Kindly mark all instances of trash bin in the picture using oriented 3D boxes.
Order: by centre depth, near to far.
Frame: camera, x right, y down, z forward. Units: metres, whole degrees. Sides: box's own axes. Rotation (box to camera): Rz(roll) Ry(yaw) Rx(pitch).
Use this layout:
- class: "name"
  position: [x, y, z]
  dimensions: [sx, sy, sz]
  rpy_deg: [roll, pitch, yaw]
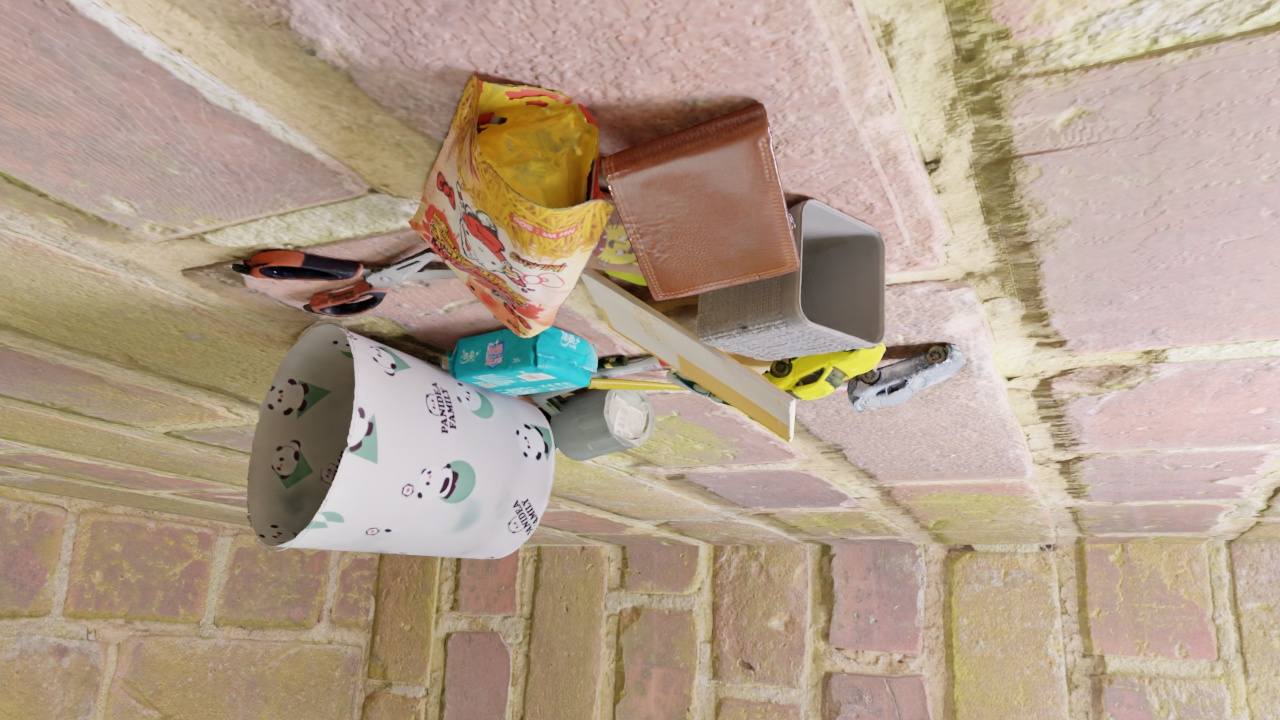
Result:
- class: "trash bin"
  position: [-0.243, 0.101, 0.965]
  dimensions: [0.251, 0.229, 0.230]
  rpy_deg: [19, 156, -40]

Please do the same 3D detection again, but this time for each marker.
- class: "marker"
  position: [-0.006, 0.006, 0.994]
  dimensions: [0.146, 0.017, 0.017]
  rpy_deg: [-10, 159, 36]

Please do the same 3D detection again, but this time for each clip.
- class: "clip"
  position: [-0.229, 0.012, 1.040]
  dimensions: [0.036, 0.025, 0.058]
  rpy_deg: [-5, 156, -3]

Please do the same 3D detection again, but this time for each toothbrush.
- class: "toothbrush"
  position: [0.073, 0.034, 0.951]
  dimensions: [0.018, 0.016, 0.192]
  rpy_deg: [25, 180, -31]
- class: "toothbrush"
  position: [-0.090, 0.012, 1.036]
  dimensions: [0.186, 0.012, 0.017]
  rpy_deg: [-9, 165, 33]
- class: "toothbrush"
  position: [0.026, 0.033, 1.043]
  dimensions: [0.189, 0.016, 0.016]
  rpy_deg: [5, 167, -28]

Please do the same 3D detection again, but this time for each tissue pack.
- class: "tissue pack"
  position: [-0.122, 0.001, 0.938]
  dimensions: [0.134, 0.050, 0.093]
  rpy_deg: [-8, 162, 33]

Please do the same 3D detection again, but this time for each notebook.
- class: "notebook"
  position: [0.043, -0.003, 0.784]
  dimensions: [0.206, 0.010, 0.146]
  rpy_deg: [33, 170, 17]

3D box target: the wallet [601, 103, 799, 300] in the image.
- class: "wallet"
  position: [0.041, -0.092, 0.565]
  dimensions: [0.101, 0.032, 0.125]
  rpy_deg: [-12, 139, 12]

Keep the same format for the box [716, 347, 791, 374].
- class: "box"
  position: [0.110, -0.009, 0.822]
  dimensions: [0.091, 0.078, 0.168]
  rpy_deg: [-3, 162, 14]

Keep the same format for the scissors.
- class: "scissors"
  position: [-0.237, -0.069, 0.784]
  dimensions: [0.226, 0.015, 0.189]
  rpy_deg: [6, 162, -10]

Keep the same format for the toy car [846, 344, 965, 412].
- class: "toy car"
  position: [0.268, 0.019, 0.927]
  dimensions: [0.121, 0.036, 0.054]
  rpy_deg: [-23, 154, 15]

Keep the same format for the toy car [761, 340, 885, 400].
- class: "toy car"
  position: [0.151, 0.009, 0.750]
  dimensions: [0.105, 0.032, 0.048]
  rpy_deg: [-25, 152, 25]

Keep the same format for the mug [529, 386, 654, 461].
- class: "mug"
  position: [-0.059, 0.062, 1.100]
  dimensions: [0.124, 0.083, 0.104]
  rpy_deg: [42, 144, -26]

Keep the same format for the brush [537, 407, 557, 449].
- class: "brush"
  position: [-0.135, 0.099, 1.165]
  dimensions: [0.055, 0.073, 0.143]
  rpy_deg: [18, -171, 18]

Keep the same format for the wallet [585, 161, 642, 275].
- class: "wallet"
  position: [0.005, -0.092, 0.616]
  dimensions: [0.115, 0.033, 0.090]
  rpy_deg: [7, 141, -8]

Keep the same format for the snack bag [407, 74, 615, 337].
- class: "snack bag"
  position: [-0.087, -0.088, 0.590]
  dimensions: [0.128, 0.073, 0.208]
  rpy_deg: [42, 152, -4]

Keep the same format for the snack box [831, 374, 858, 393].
- class: "snack box"
  position: [0.164, 0.017, 0.989]
  dimensions: [0.153, 0.025, 0.075]
  rpy_deg: [-5, 161, 24]

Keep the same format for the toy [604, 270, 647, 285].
- class: "toy"
  position: [-0.007, -0.083, 0.680]
  dimensions: [0.097, 0.031, 0.100]
  rpy_deg: [-13, 152, 30]

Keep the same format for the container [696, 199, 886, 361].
- class: "container"
  position: [0.106, -0.051, 0.675]
  dimensions: [0.090, 0.090, 0.115]
  rpy_deg: [16, 162, -35]

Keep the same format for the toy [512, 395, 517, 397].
- class: "toy"
  position: [-0.238, 0.090, 1.187]
  dimensions: [0.178, 0.074, 0.195]
  rpy_deg: [-16, 163, -11]
